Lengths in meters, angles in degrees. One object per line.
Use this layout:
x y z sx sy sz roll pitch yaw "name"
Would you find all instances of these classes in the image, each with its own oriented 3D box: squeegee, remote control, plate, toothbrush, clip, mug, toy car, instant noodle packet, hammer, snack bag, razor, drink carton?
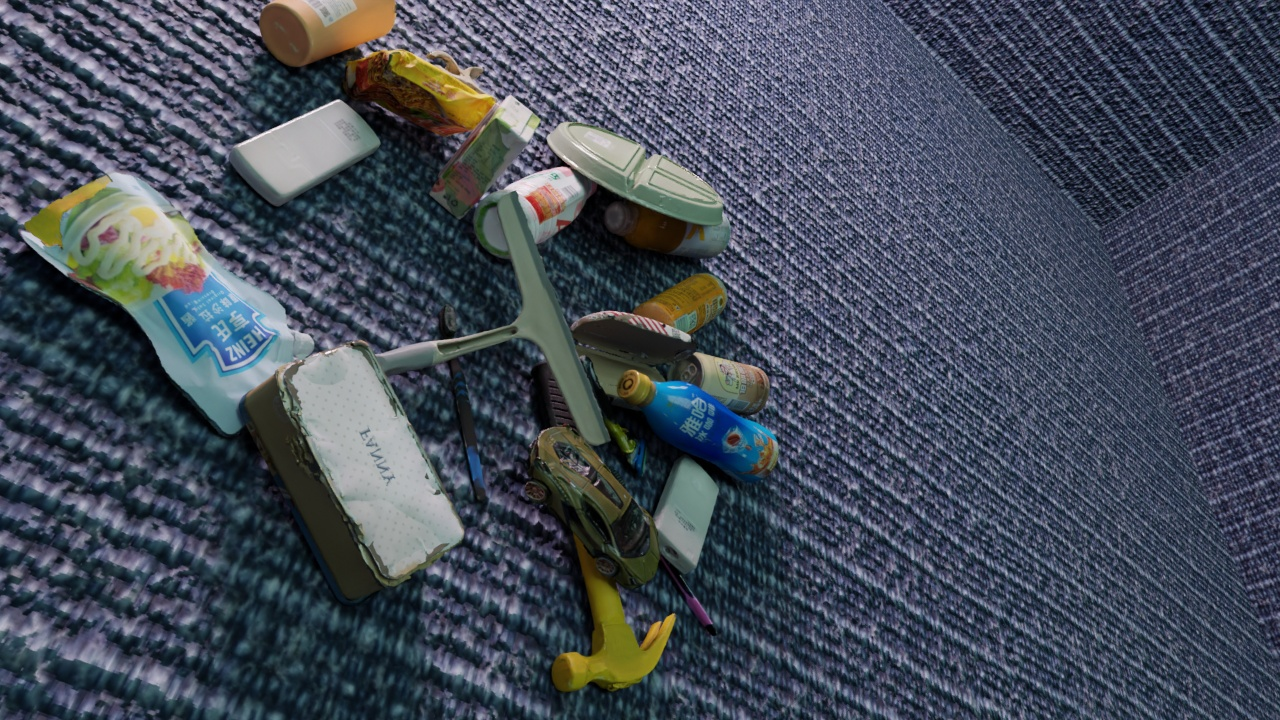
-0.170 -0.008 0.772 0.245 0.039 0.246 -18 85 -39 "squeegee"
-0.293 -0.186 0.811 0.058 0.021 0.149 47 36 -9 "remote control"
-0.001 -0.223 1.081 0.230 0.027 0.229 24 21 -10 "plate"
-0.153 0.033 0.793 0.014 0.016 0.189 5 58 -38 "toothbrush"
-0.202 -0.307 1.008 0.100 0.035 0.072 -4 64 -59 "clip"
-0.301 -0.330 0.880 0.078 0.078 0.122 45 41 -11 "mug"
-0.036 0.123 0.773 0.158 0.042 0.070 50 37 -9 "toy car"
-0.216 -0.259 0.901 0.128 0.111 0.044 17 85 -43 "instant noodle packet"
0.043 0.148 0.901 0.056 0.019 0.134 46 29 -11 "remote control"
-0.050 0.136 0.808 0.128 0.033 0.300 10 54 -44 "hammer"
-0.324 -0.044 0.648 0.191 0.039 0.110 46 30 -12 "snack bag"
0.018 0.178 0.866 0.189 0.014 0.017 56 26 3 "toothbrush"
-0.030 0.051 0.876 0.042 0.022 0.143 -83 152 -51 "razor"
-0.153 -0.198 0.892 0.045 0.123 0.053 38 39 -18 "drink carton"

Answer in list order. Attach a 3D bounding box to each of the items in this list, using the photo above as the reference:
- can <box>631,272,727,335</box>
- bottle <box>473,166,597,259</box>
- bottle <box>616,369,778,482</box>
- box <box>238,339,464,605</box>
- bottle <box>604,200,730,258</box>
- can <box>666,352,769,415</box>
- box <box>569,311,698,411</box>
0.045 -0.057 1.051 0.058 0.058 0.145 55 36 2 "can"
-0.103 -0.168 0.975 0.068 0.068 0.196 49 32 -6 "bottle"
0.058 0.064 0.936 0.218 0.065 0.065 31 41 -40 "bottle"
-0.198 0.083 0.647 0.089 0.063 0.184 -25 91 -53 "box"
0.033 -0.164 1.118 0.189 0.068 0.068 0 61 -48 "bottle"
0.089 0.027 1.030 0.116 0.059 0.058 13 52 -42 "can"
-0.006 0.006 0.928 0.162 0.076 0.086 15 63 -50 "box"
